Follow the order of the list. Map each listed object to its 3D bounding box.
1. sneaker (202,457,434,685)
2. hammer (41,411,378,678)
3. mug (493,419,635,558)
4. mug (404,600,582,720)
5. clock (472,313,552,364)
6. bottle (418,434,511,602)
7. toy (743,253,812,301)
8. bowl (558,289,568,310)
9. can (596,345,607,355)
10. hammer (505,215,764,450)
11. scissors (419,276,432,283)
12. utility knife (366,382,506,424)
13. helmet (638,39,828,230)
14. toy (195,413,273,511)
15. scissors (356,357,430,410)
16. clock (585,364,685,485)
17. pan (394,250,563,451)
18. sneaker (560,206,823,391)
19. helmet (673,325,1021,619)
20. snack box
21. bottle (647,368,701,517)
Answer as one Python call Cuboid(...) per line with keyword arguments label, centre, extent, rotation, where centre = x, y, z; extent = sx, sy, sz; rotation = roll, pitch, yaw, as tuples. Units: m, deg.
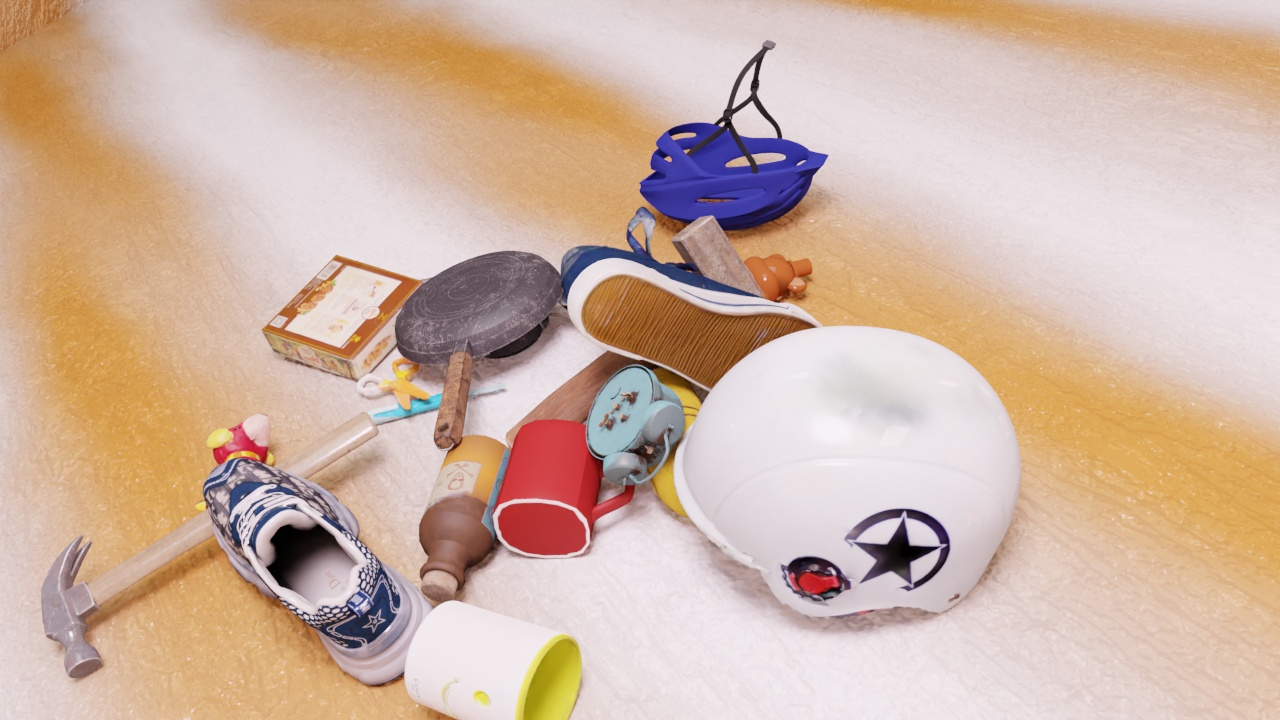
Cuboid(label="sneaker", centre=(-0.287, 0.148, 0.760), extent=(0.269, 0.132, 0.103), rotation=(33, 65, 28))
Cuboid(label="hammer", centre=(-0.396, 0.147, 0.858), extent=(0.330, 0.031, 0.119), rotation=(-34, 62, -15))
Cuboid(label="mug", centre=(-0.064, 0.114, 0.818), extent=(0.116, 0.081, 0.096), rotation=(1, 40, 6))
Cuboid(label="mug", centre=(-0.109, 0.232, 0.684), extent=(0.106, 0.083, 0.082), rotation=(9, 44, 26))
Cuboid(label="clock", centre=(-0.151, -0.041, 1.055), extent=(0.122, 0.044, 0.091), rotation=(-28, 36, -14))
Cuboid(label="bottle", centre=(-0.159, 0.143, 0.817), extent=(0.068, 0.068, 0.156), rotation=(-3, 40, 12))
Cuboid(label="toy", centre=(0.131, -0.086, 1.031), extent=(0.127, 0.065, 0.095), rotation=(-15, 46, -16))
Cuboid(label="bowl", centre=(-0.037, -0.071, 1.052), extent=(0.110, 0.055, 0.110), rotation=(-8, 39, 7))
Cuboid(label="can", centre=(0.018, -0.035, 0.980), extent=(0.128, 0.072, 0.072), rotation=(-23, 40, -13))
Cuboid(label="hammer", centre=(-0.005, 0.005, 0.919), extent=(0.300, 0.158, 0.037), rotation=(-37, 14, -9))
Cuboid(label="scissors", centre=(-0.309, -0.083, 1.175), extent=(0.225, 0.016, 0.165), rotation=(0, 41, 16))
Cuboid(label="utility knife", centre=(-0.222, 0.046, 0.993), extent=(0.158, 0.015, 0.022), rotation=(-13, 39, 3))
Cuboid(label="helmet", centre=(0.105, -0.270, 1.118), extent=(0.242, 0.228, 0.147), rotation=(6, 33, 20))
Cuboid(label="toy", centre=(-0.398, 0.122, 0.924), extent=(0.105, 0.067, 0.137), rotation=(-27, 53, -12))
Cuboid(label="scissors", centre=(-0.276, 0.032, 1.012), extent=(0.083, 0.012, 0.133), rotation=(-24, 29, -12))
Cuboid(label="clock", centre=(-0.001, 0.059, 0.790), extent=(0.090, 0.053, 0.124), rotation=(-50, 34, 17))
Cuboid(label="pan", centre=(-0.185, -0.026, 0.975), extent=(0.208, 0.040, 0.356), rotation=(-15, 32, 8))
Cuboid(label="sneaker", centre=(0.050, -0.052, 0.874), extent=(0.294, 0.121, 0.127), rotation=(16, 22, -31))
Cuboid(label="helmet", centre=(0.165, 0.061, 0.717), extent=(0.264, 0.164, 0.235), rotation=(11, 40, 2))
Cuboid(label="snack box", centre=(-0.353, -0.054, 1.111), extent=(0.147, 0.041, 0.142), rotation=(17, 53, 23))
Cuboid(label="bottle", centre=(0.038, 0.084, 0.835), extent=(0.071, 0.071, 0.163), rotation=(-17, 39, -5))
